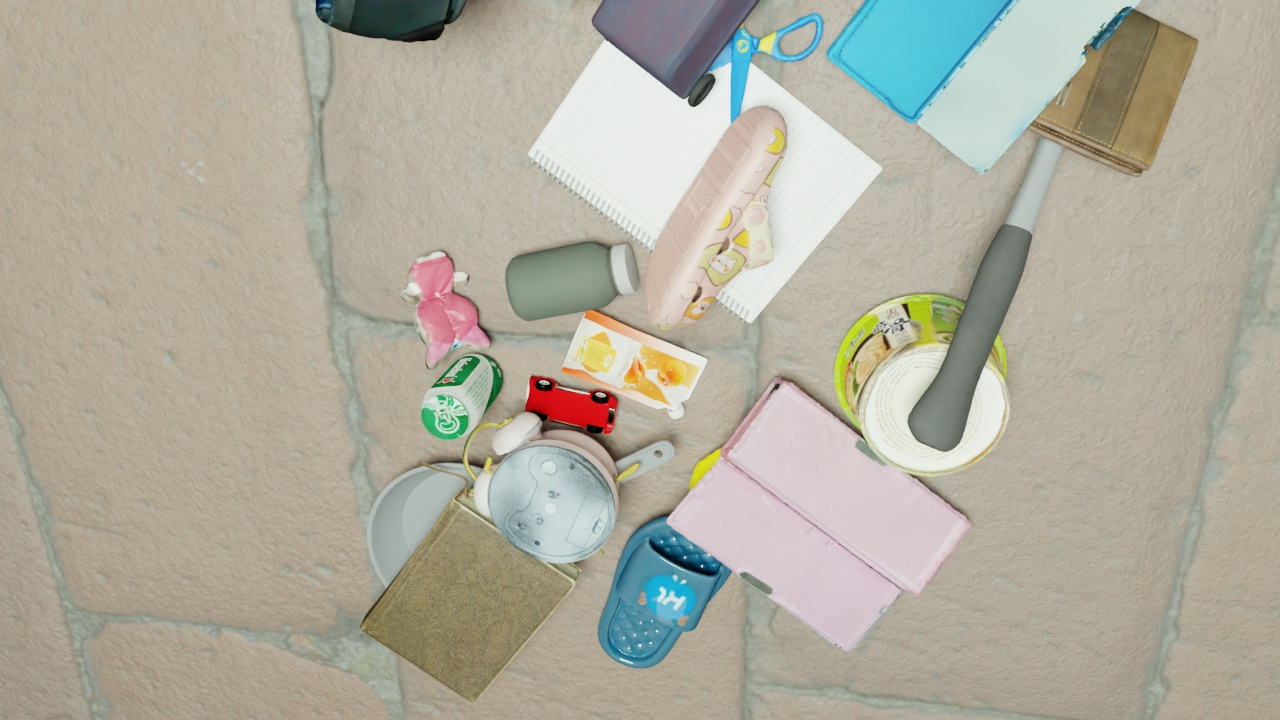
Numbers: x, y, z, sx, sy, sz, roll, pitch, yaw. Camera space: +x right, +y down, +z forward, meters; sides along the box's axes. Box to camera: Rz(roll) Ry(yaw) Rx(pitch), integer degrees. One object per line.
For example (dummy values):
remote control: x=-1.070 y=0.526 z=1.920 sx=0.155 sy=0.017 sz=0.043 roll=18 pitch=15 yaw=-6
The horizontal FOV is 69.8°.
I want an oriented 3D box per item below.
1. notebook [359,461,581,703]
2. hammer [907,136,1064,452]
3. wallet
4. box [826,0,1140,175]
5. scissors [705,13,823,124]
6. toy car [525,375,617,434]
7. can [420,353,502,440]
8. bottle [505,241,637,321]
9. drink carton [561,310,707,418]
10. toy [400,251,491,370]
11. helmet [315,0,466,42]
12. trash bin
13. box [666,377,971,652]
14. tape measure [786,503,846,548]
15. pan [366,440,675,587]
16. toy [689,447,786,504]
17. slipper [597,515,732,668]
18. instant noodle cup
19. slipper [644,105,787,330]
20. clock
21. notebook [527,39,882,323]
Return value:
notebook: x=-0.189 y=0.226 z=0.916 sx=0.190 sy=0.034 sz=0.216 roll=37 pitch=115 yaw=-6
hammer: x=0.282 y=-0.077 z=0.700 sx=0.125 sy=0.029 sz=0.311 roll=23 pitch=88 yaw=-3
wallet: x=0.348 y=-0.207 z=0.679 sx=0.098 sy=0.027 sz=0.121 roll=25 pitch=81 yaw=0
box: x=0.275 y=-0.276 z=0.668 sx=0.170 sy=0.071 sz=0.244 roll=46 pitch=114 yaw=18
scissors: x=0.080 y=-0.257 z=0.729 sx=0.125 sy=0.015 sz=0.127 roll=-24 pitch=98 yaw=10
toy car: x=-0.067 y=0.042 z=0.872 sx=0.089 sy=0.025 sz=0.038 roll=12 pitch=113 yaw=3
can: x=-0.163 y=0.032 z=0.841 sx=0.053 sy=0.101 sz=0.053 roll=3 pitch=112 yaw=8
bottle: x=-0.060 y=-0.071 z=0.807 sx=0.108 sy=0.060 sz=0.060 roll=-10 pitch=110 yaw=13
drink carton: x=-0.005 y=0.005 z=0.846 sx=0.122 sy=0.038 sz=0.069 roll=22 pitch=113 yaw=-7
toy: x=-0.184 y=-0.048 z=0.848 sx=0.065 sy=0.050 sz=0.102 roll=-19 pitch=100 yaw=-17
helmet: x=-0.083 y=-0.363 z=0.598 sx=0.235 sy=0.249 sz=0.317 roll=1 pitch=114 yaw=-23
trash bin: x=0.047 y=-0.286 z=0.677 sx=0.094 sy=0.092 sz=0.161 roll=40 pitch=103 yaw=7
box: x=0.164 y=0.150 z=0.839 sx=0.232 sy=0.039 sz=0.179 roll=35 pitch=95 yaw=-10
tape measure: x=0.168 y=0.167 z=0.888 sx=0.065 sy=0.016 sz=0.064 roll=6 pitch=113 yaw=7
pan: x=-0.114 y=0.153 z=0.909 sx=0.357 sy=0.050 sz=0.201 roll=-30 pitch=104 yaw=19
toy: x=0.094 y=0.123 z=0.870 sx=0.096 sy=0.041 sz=0.094 roll=-19 pitch=104 yaw=15
slipper: x=0.015 y=0.235 z=0.913 sx=0.104 sy=0.059 sz=0.214 roll=28 pitch=120 yaw=1
instant noodle cup: x=0.240 y=0.024 z=0.776 sx=0.146 sy=0.097 sz=0.146 roll=3 pitch=112 yaw=8
slipper: x=0.073 y=-0.108 z=0.751 sx=0.081 sy=0.093 sz=0.198 roll=21 pitch=110 yaw=-22
clock: x=-0.091 y=0.112 z=0.835 sx=0.158 sy=0.058 sz=0.117 roll=24 pitch=113 yaw=3
notebook: x=0.050 y=-0.167 z=0.777 sx=0.245 sy=0.013 sz=0.178 roll=37 pitch=111 yaw=-6
